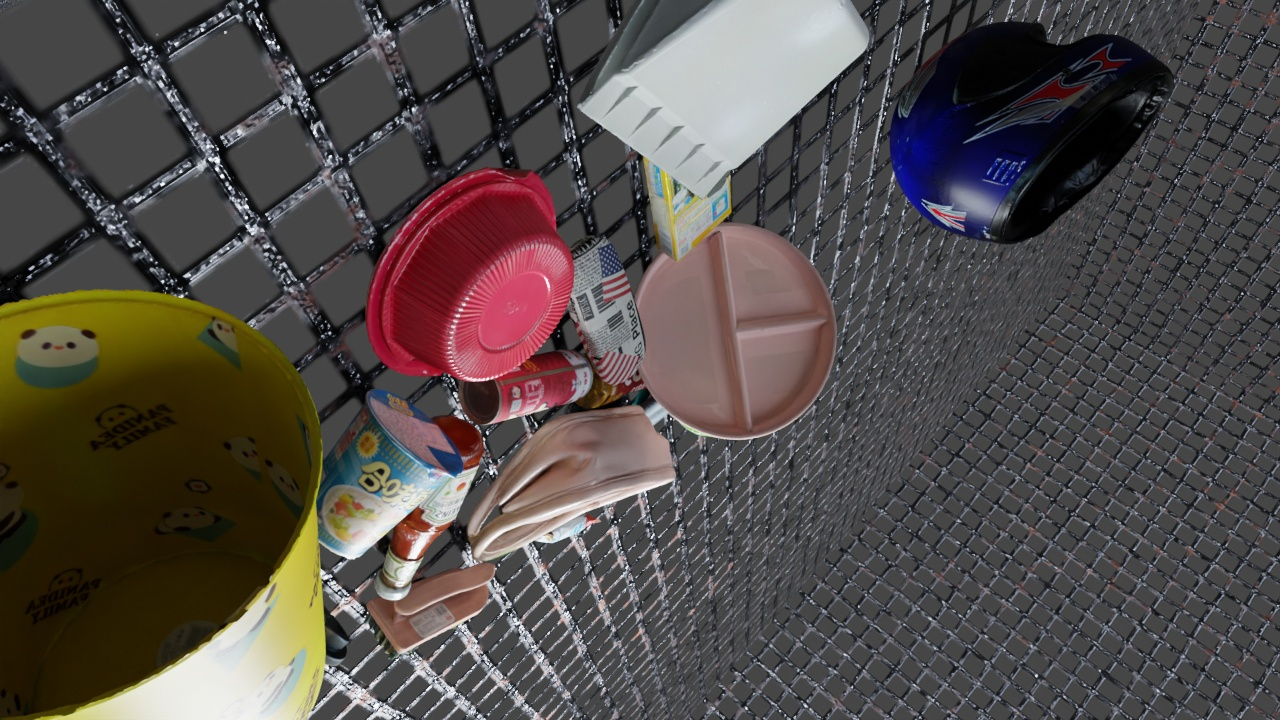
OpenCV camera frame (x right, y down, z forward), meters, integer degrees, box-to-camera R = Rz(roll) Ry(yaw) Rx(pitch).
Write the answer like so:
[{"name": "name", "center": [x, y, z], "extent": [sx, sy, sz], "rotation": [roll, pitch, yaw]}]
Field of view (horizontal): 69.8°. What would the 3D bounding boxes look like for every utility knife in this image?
[{"name": "utility knife", "center": [0.032, -0.008, 1.097], "extent": [0.029, 0.013, 0.218], "rotation": [-8, 130, -59]}]

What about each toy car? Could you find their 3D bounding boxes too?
[{"name": "toy car", "center": [-0.051, 0.049, 1.009], "extent": [0.090, 0.034, 0.043], "rotation": [-21, 143, -46]}]

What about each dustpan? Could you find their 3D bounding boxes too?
[{"name": "dustpan", "center": [0.078, -0.298, 0.771], "extent": [0.258, 0.142, 0.222], "rotation": [-35, 154, 21]}]

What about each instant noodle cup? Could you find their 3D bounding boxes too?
[{"name": "instant noodle cup", "center": [-0.215, 0.095, 0.734], "extent": [0.110, 0.099, 0.099], "rotation": [-46, 155, 5]}, {"name": "instant noodle cup", "center": [-0.119, -0.054, 0.726], "extent": [0.193, 0.066, 0.194], "rotation": [-38, 150, -28]}]

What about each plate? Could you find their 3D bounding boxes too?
[{"name": "plate", "center": [0.098, -0.031, 0.975], "extent": [0.229, 0.229, 0.028], "rotation": [-47, -173, -12]}]

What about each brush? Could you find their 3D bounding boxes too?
[{"name": "brush", "center": [-0.213, 0.255, 0.965], "extent": [0.145, 0.063, 0.073], "rotation": [-12, 143, -55]}]

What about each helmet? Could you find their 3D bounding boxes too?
[{"name": "helmet", "center": [0.465, -0.309, 1.165], "extent": [0.315, 0.240, 0.247], "rotation": [-39, 152, -3]}]

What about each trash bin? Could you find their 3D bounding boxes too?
[{"name": "trash bin", "center": [-0.285, 0.130, 0.516], "extent": [0.229, 0.229, 0.256], "rotation": [-35, 155, -32]}]

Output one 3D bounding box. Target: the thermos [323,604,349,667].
[{"name": "thermos", "center": [-0.317, 0.248, 0.763], "extent": [0.143, 0.093, 0.093], "rotation": [-40, 153, -8]}]

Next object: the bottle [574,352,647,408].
[{"name": "bottle", "center": [-0.006, 0.006, 1.000], "extent": [0.174, 0.057, 0.058], "rotation": [-18, 138, -51]}]

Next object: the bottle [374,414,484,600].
[{"name": "bottle", "center": [-0.202, 0.143, 0.846], "extent": [0.059, 0.060, 0.207], "rotation": [-16, 140, -52]}]

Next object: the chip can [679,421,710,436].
[{"name": "chip can", "center": [0.114, -0.003, 1.174], "extent": [0.072, 0.072, 0.222], "rotation": [-16, 136, -52]}]

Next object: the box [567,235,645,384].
[{"name": "box", "center": [-0.037, -0.046, 0.876], "extent": [0.068, 0.051, 0.164], "rotation": [-55, 143, -38]}]

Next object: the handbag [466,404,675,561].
[{"name": "handbag", "center": [-0.092, 0.147, 0.992], "extent": [0.235, 0.093, 0.193], "rotation": [-38, 162, 23]}]

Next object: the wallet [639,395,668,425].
[{"name": "wallet", "center": [0.028, 0.052, 1.113], "extent": [0.097, 0.019, 0.120], "rotation": [-37, 167, 12]}]

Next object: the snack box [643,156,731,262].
[{"name": "snack box", "center": [0.049, -0.171, 0.897], "extent": [0.086, 0.034, 0.140], "rotation": [-44, 155, -18]}]

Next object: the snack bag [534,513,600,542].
[{"name": "snack bag", "center": [-0.097, 0.205, 1.129], "extent": [0.104, 0.048, 0.026], "rotation": [-11, 92, -57]}]

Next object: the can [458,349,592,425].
[{"name": "can", "center": [-0.104, 0.022, 0.861], "extent": [0.132, 0.053, 0.053], "rotation": [-13, 134, -53]}]
